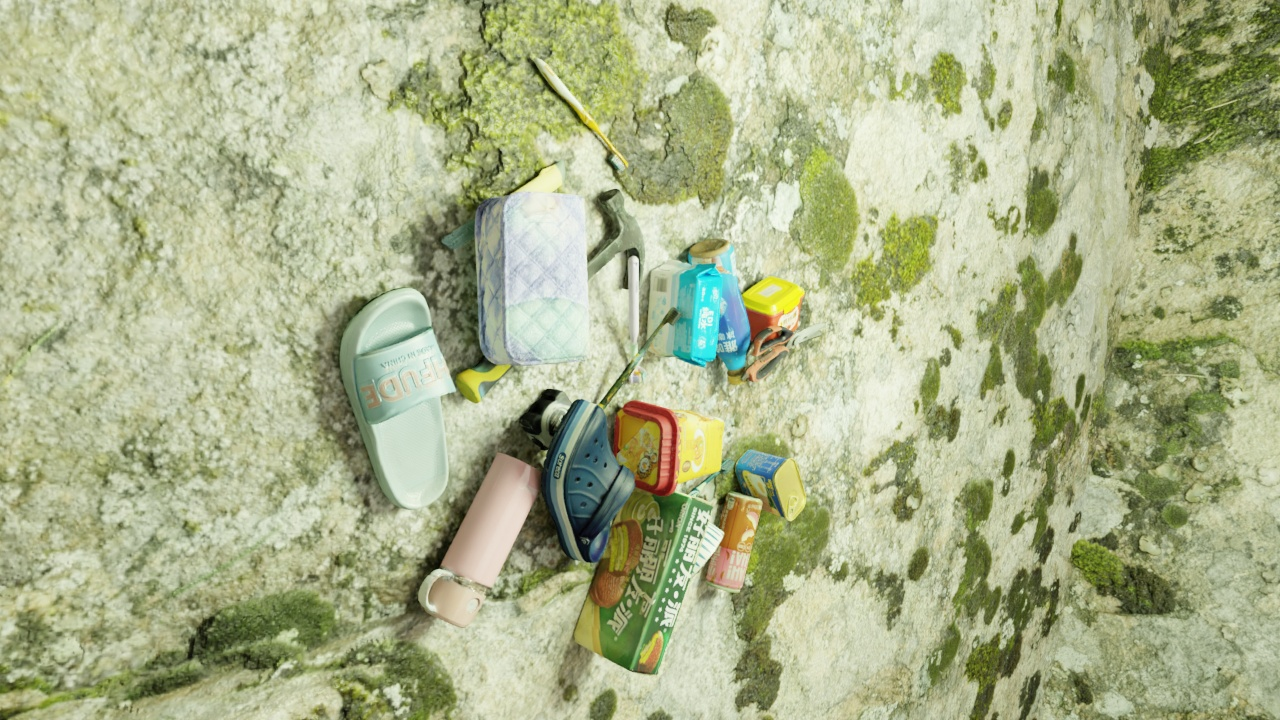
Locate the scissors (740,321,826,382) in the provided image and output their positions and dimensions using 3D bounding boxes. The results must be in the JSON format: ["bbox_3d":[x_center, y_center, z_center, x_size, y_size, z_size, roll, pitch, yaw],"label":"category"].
[{"bbox_3d":[0.218,-0.018,1.385,0.197,0.015,0.205,-53,150,-6],"label":"scissors"}]

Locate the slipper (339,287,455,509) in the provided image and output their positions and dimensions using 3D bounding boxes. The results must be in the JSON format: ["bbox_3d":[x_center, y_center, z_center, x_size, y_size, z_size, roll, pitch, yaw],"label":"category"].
[{"bbox_3d":[-0.245,0.047,0.964,0.103,0.074,0.246,-22,114,-40],"label":"slipper"}]

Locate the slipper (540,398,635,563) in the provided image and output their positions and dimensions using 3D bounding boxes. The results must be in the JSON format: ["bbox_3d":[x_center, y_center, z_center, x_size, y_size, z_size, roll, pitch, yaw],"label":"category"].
[{"bbox_3d":[-0.057,0.163,1.119,0.104,0.095,0.253,-65,160,-46],"label":"slipper"}]

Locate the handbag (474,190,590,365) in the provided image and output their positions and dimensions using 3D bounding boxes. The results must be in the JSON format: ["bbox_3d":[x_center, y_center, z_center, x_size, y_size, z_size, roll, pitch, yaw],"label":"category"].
[{"bbox_3d":[-0.118,-0.092,1.030,0.134,0.076,0.194,-4,96,-42],"label":"handbag"}]

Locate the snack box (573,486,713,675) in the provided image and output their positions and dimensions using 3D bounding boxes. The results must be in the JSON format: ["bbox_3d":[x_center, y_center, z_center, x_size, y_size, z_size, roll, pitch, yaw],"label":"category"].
[{"bbox_3d":[0.004,0.287,1.237,0.063,0.115,0.240,29,78,-45],"label":"snack box"}]

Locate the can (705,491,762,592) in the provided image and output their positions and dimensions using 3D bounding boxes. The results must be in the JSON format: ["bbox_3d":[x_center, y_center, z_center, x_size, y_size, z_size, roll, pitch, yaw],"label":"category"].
[{"bbox_3d":[0.145,0.280,1.419,0.057,0.058,0.147,18,85,-46],"label":"can"}]

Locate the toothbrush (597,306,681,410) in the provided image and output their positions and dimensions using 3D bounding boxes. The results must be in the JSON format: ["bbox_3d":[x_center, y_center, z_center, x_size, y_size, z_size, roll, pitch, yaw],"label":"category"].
[{"bbox_3d":[-0.007,0.007,1.200,0.186,0.017,0.012,-53,152,-1],"label":"toothbrush"}]

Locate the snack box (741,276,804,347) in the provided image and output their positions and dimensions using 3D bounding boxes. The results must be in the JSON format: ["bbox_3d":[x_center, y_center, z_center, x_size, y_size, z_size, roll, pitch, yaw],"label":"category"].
[{"bbox_3d":[0.196,-0.073,1.390,0.091,0.082,0.080,-35,135,-35],"label":"snack box"}]

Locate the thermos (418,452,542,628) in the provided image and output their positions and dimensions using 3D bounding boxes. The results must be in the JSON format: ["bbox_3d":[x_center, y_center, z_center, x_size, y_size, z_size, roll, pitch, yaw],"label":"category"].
[{"bbox_3d":[-0.187,0.204,1.059,0.087,0.067,0.198,45,67,-48],"label":"thermos"}]

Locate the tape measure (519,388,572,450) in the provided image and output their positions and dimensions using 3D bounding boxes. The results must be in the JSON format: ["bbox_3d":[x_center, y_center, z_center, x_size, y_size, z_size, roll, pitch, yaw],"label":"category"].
[{"bbox_3d":[-0.110,0.077,1.136,0.065,0.034,0.066,-46,125,-27],"label":"tape measure"}]

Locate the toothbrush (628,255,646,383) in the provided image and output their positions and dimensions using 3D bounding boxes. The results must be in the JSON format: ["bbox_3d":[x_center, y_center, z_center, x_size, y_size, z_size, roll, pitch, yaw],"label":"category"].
[{"bbox_3d":[-0.007,-0.051,1.191,0.029,0.021,0.189,-25,131,-30],"label":"toothbrush"}]

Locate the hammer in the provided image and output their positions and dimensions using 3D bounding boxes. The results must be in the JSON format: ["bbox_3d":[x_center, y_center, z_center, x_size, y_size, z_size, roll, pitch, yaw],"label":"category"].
[{"bbox_3d":[-0.101,-0.066,1.117,0.322,0.032,0.126,-48,128,-28],"label":"hammer"}]

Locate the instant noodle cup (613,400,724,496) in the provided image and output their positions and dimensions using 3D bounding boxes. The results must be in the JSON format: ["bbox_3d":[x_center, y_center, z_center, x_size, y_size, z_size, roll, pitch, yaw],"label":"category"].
[{"bbox_3d":[0.042,0.113,1.233,0.123,0.116,0.116,-2,99,-41],"label":"instant noodle cup"}]

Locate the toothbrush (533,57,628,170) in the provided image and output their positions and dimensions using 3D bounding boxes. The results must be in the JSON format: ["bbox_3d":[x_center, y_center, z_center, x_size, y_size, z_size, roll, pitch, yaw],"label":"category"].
[{"bbox_3d":[-0.071,-0.295,1.113,0.018,0.016,0.191,-56,133,-11],"label":"toothbrush"}]

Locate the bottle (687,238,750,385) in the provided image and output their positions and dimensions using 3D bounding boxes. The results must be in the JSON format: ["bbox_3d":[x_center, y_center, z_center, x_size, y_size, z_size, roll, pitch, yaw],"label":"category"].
[{"bbox_3d":[0.121,-0.065,1.321,0.065,0.065,0.219,-36,123,-35],"label":"bottle"}]

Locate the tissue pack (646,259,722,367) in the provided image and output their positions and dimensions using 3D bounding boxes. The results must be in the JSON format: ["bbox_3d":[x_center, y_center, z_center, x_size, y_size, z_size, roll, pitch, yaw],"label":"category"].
[{"bbox_3d":[0.061,-0.065,1.240,0.063,0.090,0.140,-4,101,-45],"label":"tissue pack"}]

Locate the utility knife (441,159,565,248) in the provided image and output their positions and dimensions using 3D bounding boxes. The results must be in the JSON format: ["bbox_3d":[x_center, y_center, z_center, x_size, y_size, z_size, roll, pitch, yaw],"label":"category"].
[{"bbox_3d":[-0.150,-0.177,1.053,0.197,0.021,0.031,-44,123,-38],"label":"utility knife"}]

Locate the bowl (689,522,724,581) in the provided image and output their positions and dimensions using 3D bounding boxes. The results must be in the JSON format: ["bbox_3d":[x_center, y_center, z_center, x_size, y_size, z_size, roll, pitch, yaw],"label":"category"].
[{"bbox_3d":[0.058,0.269,1.307,0.066,0.117,0.116,41,61,4],"label":"bowl"}]

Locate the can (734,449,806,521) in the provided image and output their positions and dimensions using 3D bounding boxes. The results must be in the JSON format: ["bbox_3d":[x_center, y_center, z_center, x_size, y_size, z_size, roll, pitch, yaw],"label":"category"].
[{"bbox_3d":[0.204,0.194,1.443,0.057,0.083,0.102,-42,125,-32],"label":"can"}]

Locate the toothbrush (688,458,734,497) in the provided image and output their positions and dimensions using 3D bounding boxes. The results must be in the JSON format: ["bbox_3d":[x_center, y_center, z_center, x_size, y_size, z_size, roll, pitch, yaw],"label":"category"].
[{"bbox_3d":[0.080,0.202,1.366,0.191,0.018,0.016,-37,123,-35],"label":"toothbrush"}]
